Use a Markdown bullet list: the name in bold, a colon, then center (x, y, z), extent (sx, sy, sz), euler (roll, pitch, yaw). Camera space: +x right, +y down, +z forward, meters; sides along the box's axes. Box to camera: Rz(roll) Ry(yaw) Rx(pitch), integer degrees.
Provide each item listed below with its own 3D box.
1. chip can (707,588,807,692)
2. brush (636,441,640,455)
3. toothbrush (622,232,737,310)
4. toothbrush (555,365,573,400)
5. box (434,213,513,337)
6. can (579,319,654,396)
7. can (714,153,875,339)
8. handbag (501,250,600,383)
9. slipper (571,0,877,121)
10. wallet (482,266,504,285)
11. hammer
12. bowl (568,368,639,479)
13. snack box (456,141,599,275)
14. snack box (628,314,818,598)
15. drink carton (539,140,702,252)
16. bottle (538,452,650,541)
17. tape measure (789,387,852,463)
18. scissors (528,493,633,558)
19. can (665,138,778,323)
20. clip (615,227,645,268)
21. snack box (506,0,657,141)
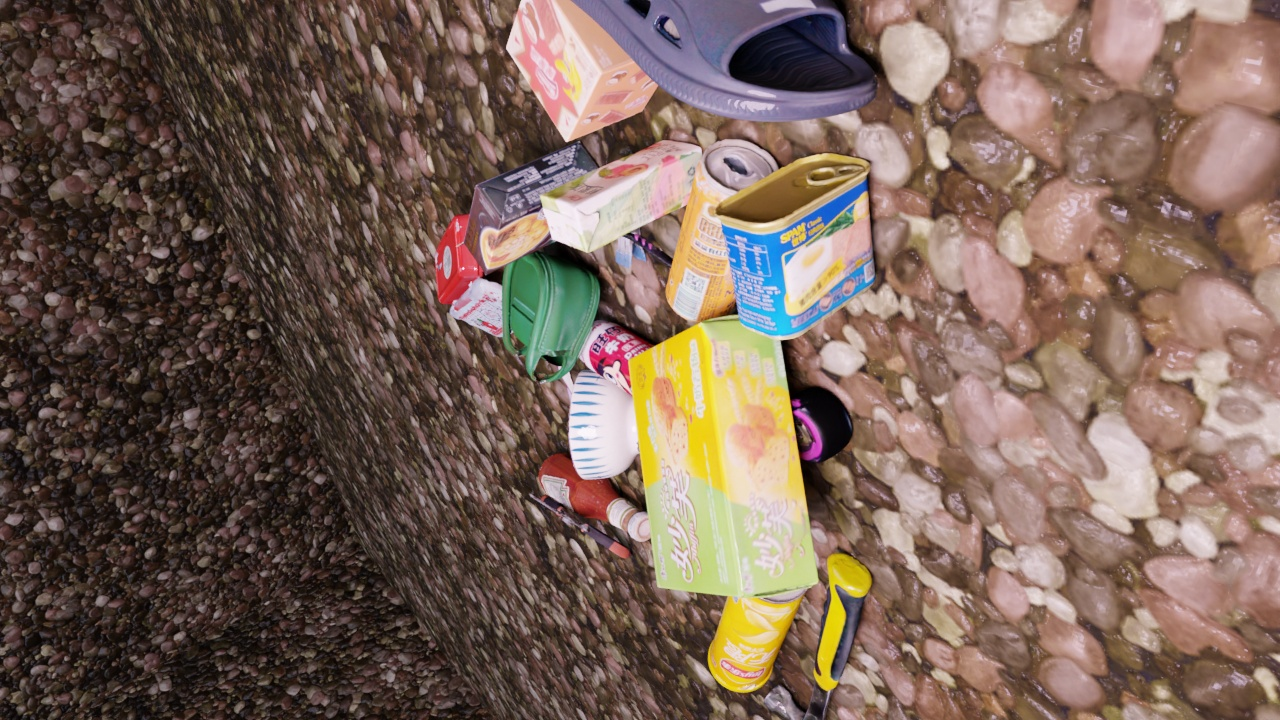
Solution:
- **chip can**: center (0.116, 0.259, 0.923), extent (0.072, 0.071, 0.214), euler (44, 149, 29)
- **brush**: center (0.055, 0.090, 0.881), extent (0.146, 0.063, 0.069), euler (41, 117, 35)
- **toothbrush**: center (0.014, -0.096, 0.792), extent (0.189, 0.014, 0.018), euler (36, 120, 25)
- **toothbrush**: center (-0.084, 0.052, 1.119), extent (0.016, 0.017, 0.188), euler (18, 132, 53)
- **box**: center (-0.196, -0.088, 1.088), extent (0.154, 0.073, 0.201), euler (56, 161, -6)
- **can**: center (-0.005, 0.005, 0.899), extent (0.133, 0.053, 0.053), euler (31, 141, 44)
- **can**: center (0.102, -0.073, 0.585), extent (0.057, 0.101, 0.083), euler (26, 140, 47)
- **handbag**: center (-0.099, -0.048, 0.930), extent (0.131, 0.068, 0.120), euler (32, 109, 60)
- **slipper**: center (0.030, -0.230, 0.549), extent (0.268, 0.110, 0.083), euler (46, 147, 32)
- **wallet**: center (-0.174, -0.121, 1.106), extent (0.101, 0.020, 0.115), euler (61, 156, -3)
- **hammer**: center (0.184, 0.299, 0.888), extent (0.126, 0.031, 0.324), euler (40, 146, 35)
- **bowl**: center (-0.028, 0.066, 0.959), extent (0.066, 0.116, 0.117), euler (-1, 124, 14)
- **snack box**: center (-0.107, -0.140, 0.864), extent (0.053, 0.113, 0.126), euler (55, 154, 11)
- **snack box**: center (0.060, 0.081, 0.747), extent (0.158, 0.070, 0.210), euler (154, 110, -65)
- **drink carton**: center (-0.011, -0.126, 0.703), extent (0.053, 0.122, 0.045), euler (27, 140, 47)
- **bottle**: center (-0.054, 0.170, 1.139), extent (0.206, 0.059, 0.060), euler (21, 134, 51)
- **tape measure**: center (0.134, 0.052, 0.720), extent (0.057, 0.039, 0.058), euler (59, 153, 4)
- **scissors**: center (-0.086, 0.200, 1.156), extent (0.189, 0.015, 0.225), euler (24, 167, 45)
- **can**: center (0.058, -0.092, 0.688), extent (0.058, 0.058, 0.146), euler (48, 151, 22)
- **clip**: center (-0.011, -0.113, 0.829), extent (0.027, 0.043, 0.058), euler (37, 138, 44)
- **snack box**: center (-0.037, -0.236, 0.688), extent (0.093, 0.076, 0.095), euler (57, 154, 5)
